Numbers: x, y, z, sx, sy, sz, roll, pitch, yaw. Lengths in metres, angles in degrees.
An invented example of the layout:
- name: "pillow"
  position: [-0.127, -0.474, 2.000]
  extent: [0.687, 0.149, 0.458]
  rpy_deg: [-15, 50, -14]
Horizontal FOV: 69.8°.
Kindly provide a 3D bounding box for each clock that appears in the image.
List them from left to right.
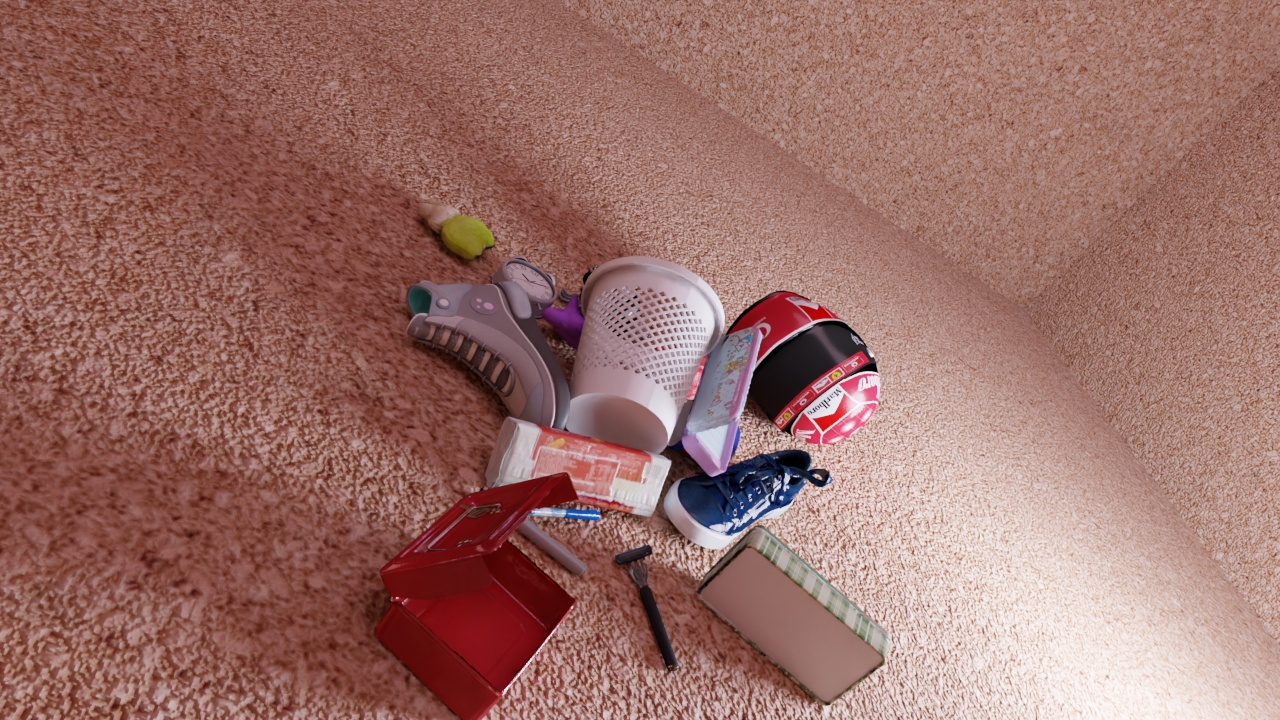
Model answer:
- name: "clock"
  position: [-0.165, -0.111, 1.335]
  extent: [0.094, 0.035, 0.122]
  rpy_deg: [33, 29, -12]
- name: "clock"
  position: [-0.041, -0.085, 1.299]
  extent: [0.091, 0.121, 0.042]
  rpy_deg: [31, 59, 29]

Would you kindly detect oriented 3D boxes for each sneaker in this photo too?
- name: "sneaker"
  position: [-0.190, -0.001, 1.094]
  extent: [0.160, 0.093, 0.256]
  rpy_deg: [5, 42, -35]
- name: "sneaker"
  position: [0.148, 0.164, 1.208]
  extent: [0.120, 0.127, 0.293]
  rpy_deg: [49, 31, 22]

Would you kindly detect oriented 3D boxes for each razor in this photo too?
- name: "razor"
  position: [0.012, 0.269, 0.992]
  extent: [0.042, 0.022, 0.144]
  rpy_deg: [-17, 53, -7]

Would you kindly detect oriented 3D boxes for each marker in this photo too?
- name: "marker"
  position: [-0.115, 0.181, 0.969]
  extent: [0.140, 0.016, 0.016]
  rpy_deg: [38, 27, -2]
- name: "marker"
  position: [-0.093, 0.166, 1.001]
  extent: [0.141, 0.013, 0.013]
  rpy_deg: [17, 33, -51]

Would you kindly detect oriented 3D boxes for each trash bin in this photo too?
- name: "trash bin"
  position: [-0.007, 0.007, 1.171]
  extent: [0.195, 0.196, 0.199]
  rpy_deg: [31, 50, -16]

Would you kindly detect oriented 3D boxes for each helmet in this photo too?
- name: "helmet"
  position: [0.275, 0.025, 1.481]
  extent: [0.224, 0.198, 0.270]
  rpy_deg: [55, 15, 21]

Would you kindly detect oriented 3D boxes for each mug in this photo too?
- name: "mug"
  position: [0.082, 0.101, 1.290]
  extent: [0.076, 0.075, 0.112]
  rpy_deg: [30, 3, -17]

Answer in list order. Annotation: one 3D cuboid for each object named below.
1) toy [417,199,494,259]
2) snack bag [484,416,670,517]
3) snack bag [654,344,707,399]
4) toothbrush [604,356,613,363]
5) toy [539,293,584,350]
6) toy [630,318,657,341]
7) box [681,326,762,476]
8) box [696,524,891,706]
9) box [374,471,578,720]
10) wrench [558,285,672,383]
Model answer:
- name: "toy"
  position: [-0.269, -0.192, 1.324]
  extent: [0.118, 0.043, 0.092]
  rpy_deg: [36, 29, 0]
- name: "snack bag"
  position: [-0.068, 0.125, 1.049]
  extent: [0.225, 0.077, 0.041]
  rpy_deg: [18, 4, -34]
- name: "snack bag"
  position: [0.082, 0.024, 1.389]
  extent: [0.176, 0.082, 0.082]
  rpy_deg: [17, 34, -35]
- name: "toothbrush"
  position: [-0.058, -0.032, 1.369]
  extent: [0.015, 0.016, 0.186]
  rpy_deg: [17, 36, -35]
- name: "toy"
  position: [-0.090, -0.047, 1.307]
  extent: [0.088, 0.056, 0.106]
  rpy_deg: [51, 9, 5]
- name: "toy"
  position: [-0.015, -0.051, 1.427]
  extent: [0.101, 0.042, 0.055]
  rpy_deg: [13, 14, -28]
- name: "box"
  position: [0.123, 0.044, 1.205]
  extent: [0.089, 0.093, 0.213]
  rpy_deg: [50, 32, -18]
- name: "box"
  position: [0.173, 0.292, 1.051]
  extent: [0.205, 0.118, 0.049]
  rpy_deg: [39, 32, 4]
- name: "box"
  position: [-0.132, 0.210, 0.811]
  extent: [0.156, 0.152, 0.165]
  rpy_deg: [-41, 118, -61]
- name: "wrench"
  position: [-0.028, -0.033, 1.347]
  extent: [0.069, 0.010, 0.273]
  rpy_deg: [-22, 50, -35]
